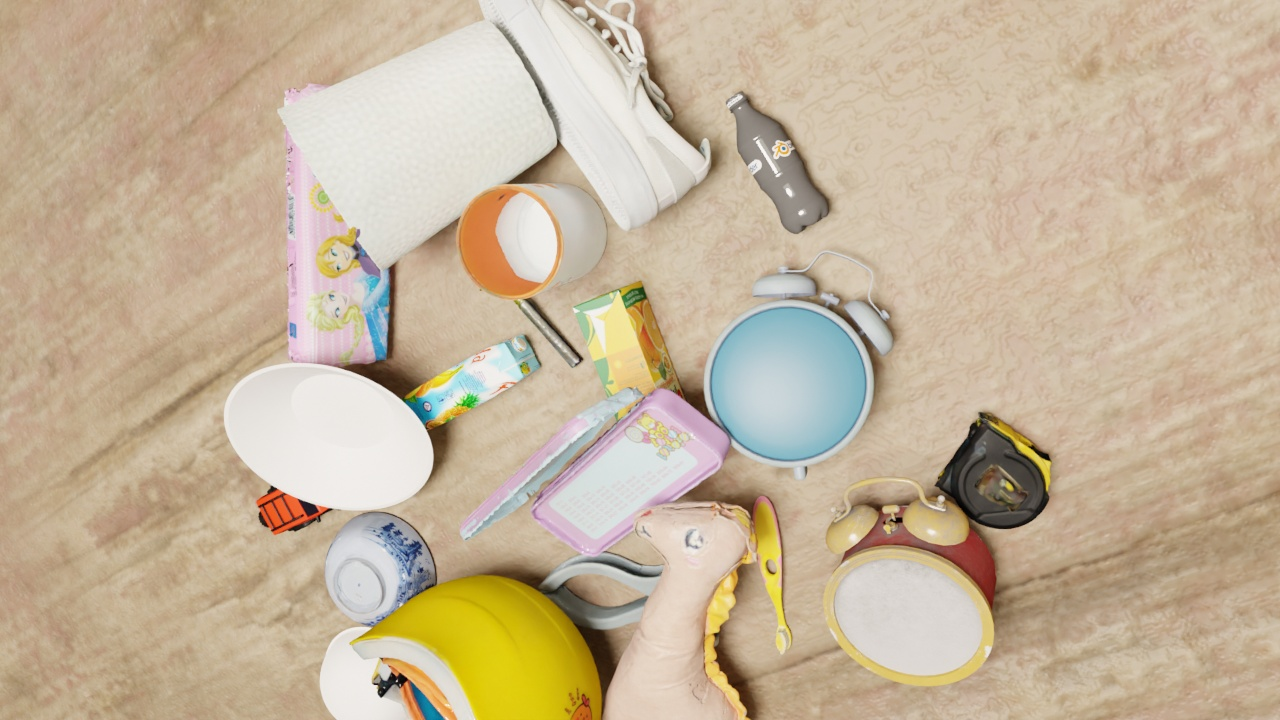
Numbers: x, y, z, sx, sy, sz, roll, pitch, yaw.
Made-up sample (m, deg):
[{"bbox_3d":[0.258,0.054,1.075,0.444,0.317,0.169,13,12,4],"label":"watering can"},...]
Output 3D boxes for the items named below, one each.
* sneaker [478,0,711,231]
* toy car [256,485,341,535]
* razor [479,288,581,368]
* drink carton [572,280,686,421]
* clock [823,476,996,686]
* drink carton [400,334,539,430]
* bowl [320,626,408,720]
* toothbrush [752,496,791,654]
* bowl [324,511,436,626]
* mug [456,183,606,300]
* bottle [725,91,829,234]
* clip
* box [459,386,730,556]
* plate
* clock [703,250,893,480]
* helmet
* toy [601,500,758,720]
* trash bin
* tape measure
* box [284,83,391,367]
[{"bbox_3d":[-0.035,-0.213,0.678,0.090,0.089,0.242,-32,78,-10],"label":"sneaker"},{"bbox_3d":[-0.309,0.127,0.852,0.100,0.048,0.051,-26,93,21],"label":"toy car"},{"bbox_3d":[-0.087,-0.036,0.757,0.026,0.042,0.106,-39,98,19],"label":"razor"},{"bbox_3d":[-0.004,0.004,0.723,0.041,0.058,0.122,-18,96,20],"label":"drink carton"},{"bbox_3d":[0.198,0.153,0.679,0.117,0.081,0.159,-12,108,31],"label":"clock"},{"bbox_3d":[-0.145,0.020,0.780,0.129,0.044,0.038,-27,93,23],"label":"drink carton"},{"bbox_3d":[-0.270,0.318,0.887,0.110,0.040,0.110,4,103,17],"label":"bowl"},{"bbox_3d":[0.108,0.176,0.749,0.021,0.016,0.135,-6,101,23],"label":"toothbrush"},{"bbox_3d":[-0.251,0.203,0.853,0.114,0.045,0.114,4,103,17],"label":"bowl"},{"bbox_3d":[-0.080,-0.094,0.700,0.082,0.105,0.082,4,103,16],"label":"mug"},{"bbox_3d":[0.097,-0.145,0.669,0.036,0.036,0.110,-31,91,21],"label":"bottle"},{"bbox_3d":[-0.009,0.190,0.783,0.162,0.027,0.090,8,106,15],"label":"clip"},{"bbox_3d":[-0.042,0.088,0.699,0.215,0.140,0.062,-44,45,46],"label":"box"},{"bbox_3d":[-0.260,0.057,0.784,0.174,0.036,0.174,3,131,3],"label":"plate"},{"bbox_3d":[0.119,-0.001,0.680,0.122,0.075,0.161,26,96,11],"label":"clock"},{"bbox_3d":[-0.115,0.277,0.775,0.209,0.139,0.240,26,142,29],"label":"helmet"},{"bbox_3d":[0.056,0.226,0.724,0.196,0.065,0.265,20,117,-3],"label":"toy"},{"bbox_3d":[-0.157,-0.164,0.676,0.161,0.133,0.133,-32,91,-8],"label":"trash bin"},{"bbox_3d":[0.260,0.085,0.667,0.072,0.042,0.071,30,106,7],"label":"tape measure"},{"bbox_3d":[-0.269,-0.115,0.779,0.091,0.084,0.230,18,110,43],"label":"box"}]
